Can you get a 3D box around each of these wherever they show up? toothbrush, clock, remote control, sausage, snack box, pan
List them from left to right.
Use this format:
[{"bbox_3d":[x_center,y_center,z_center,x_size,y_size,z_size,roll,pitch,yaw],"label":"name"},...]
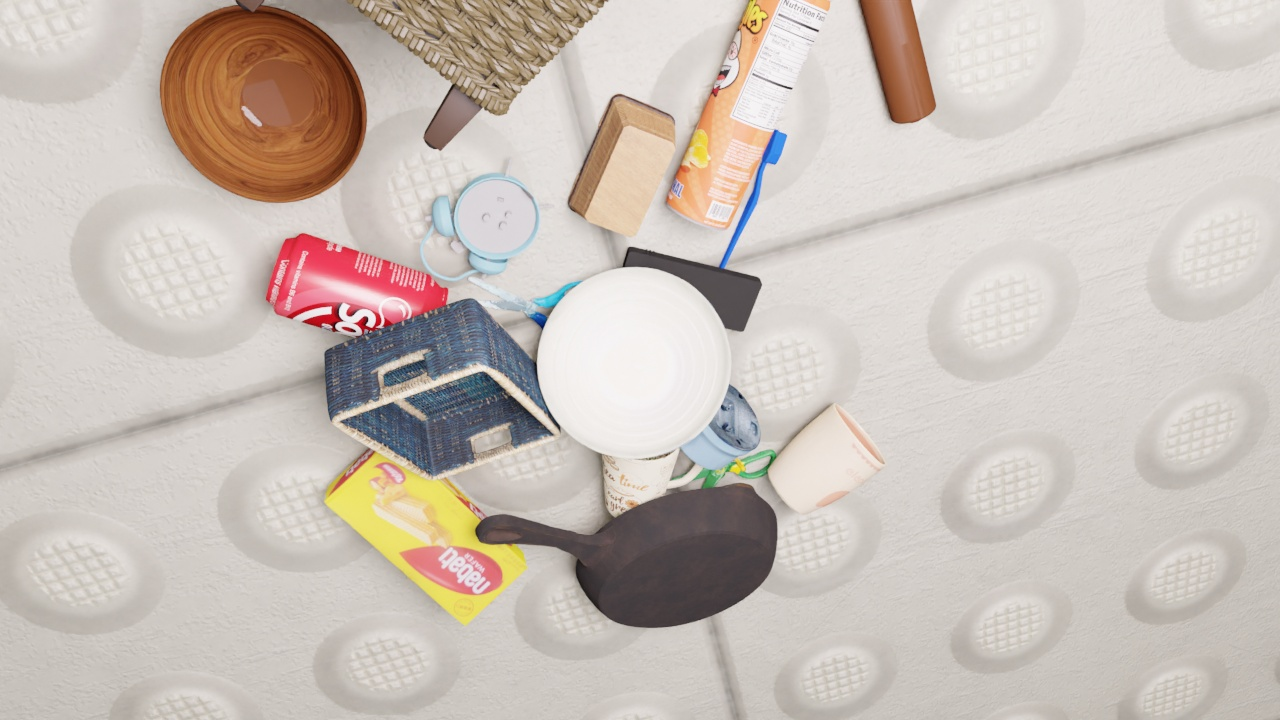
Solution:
[{"bbox_3d":[-0.214,0.171,0.931,0.092,0.042,0.200,-42,109,-2],"label":"snack box"},{"bbox_3d":[-0.142,-0.116,0.811,0.123,0.042,0.087,-38,118,10],"label":"clock"},{"bbox_3d":[-0.006,0.209,0.958,0.355,0.043,0.249,16,129,-33],"label":"pan"},{"bbox_3d":[0.045,-0.067,0.880,0.133,0.013,0.058,13,120,-12],"label":"remote control"},{"bbox_3d":[0.063,0.057,0.917,0.124,0.088,0.052,34,126,-22],"label":"clock"},{"bbox_3d":[0.096,-0.127,0.864,0.011,0.016,0.187,13,118,-17],"label":"toothbrush"},{"bbox_3d":[0.219,-0.276,0.787,0.040,0.040,0.156,-23,119,3],"label":"sausage"}]

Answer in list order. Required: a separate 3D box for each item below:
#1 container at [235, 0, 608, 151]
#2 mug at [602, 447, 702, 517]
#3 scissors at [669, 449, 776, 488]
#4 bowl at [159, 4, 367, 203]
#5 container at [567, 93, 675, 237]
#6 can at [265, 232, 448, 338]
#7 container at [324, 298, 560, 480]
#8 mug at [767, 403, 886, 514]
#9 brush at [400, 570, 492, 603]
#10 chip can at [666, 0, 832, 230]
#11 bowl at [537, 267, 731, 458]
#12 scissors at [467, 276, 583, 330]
[{"bbox_3d":[-0.107,-0.291,0.570,0.176,0.320,0.205,35,114,-25],"label":"container"},{"bbox_3d":[0.015,0.110,0.955,0.121,0.081,0.097,-11,129,-23],"label":"mug"},{"bbox_3d":[0.083,0.110,0.994,0.128,0.012,0.119,-17,119,-2],"label":"scissors"},{"bbox_3d":[-0.288,-0.205,0.720,0.147,0.068,0.147,-4,119,-7],"label":"bowl"},{"bbox_3d":[-0.014,-0.163,0.796,0.063,0.061,0.114,18,114,-19],"label":"container"},{"bbox_3d":[-0.248,-0.057,0.807,0.142,0.074,0.074,18,114,-19],"label":"can"},{"bbox_3d":[-0.170,0.031,0.818,0.145,0.071,0.187,-19,154,7],"label":"container"},{"bbox_3d":[0.201,0.113,0.985,0.104,0.085,0.111,-41,148,15],"label":"mug"},{"bbox_3d":[-0.200,0.228,0.995,0.117,0.039,0.049,23,113,-17],"label":"brush"},{"bbox_3d":[0.090,-0.219,0.782,0.062,0.062,0.211,16,115,-18],"label":"chip can"},{"bbox_3d":[-0.005,0.005,0.858,0.177,0.058,0.176,-1,81,3],"label":"bowl"},{"bbox_3d":[-0.109,-0.040,0.876,0.135,0.015,0.086,3,120,-10],"label":"scissors"}]
